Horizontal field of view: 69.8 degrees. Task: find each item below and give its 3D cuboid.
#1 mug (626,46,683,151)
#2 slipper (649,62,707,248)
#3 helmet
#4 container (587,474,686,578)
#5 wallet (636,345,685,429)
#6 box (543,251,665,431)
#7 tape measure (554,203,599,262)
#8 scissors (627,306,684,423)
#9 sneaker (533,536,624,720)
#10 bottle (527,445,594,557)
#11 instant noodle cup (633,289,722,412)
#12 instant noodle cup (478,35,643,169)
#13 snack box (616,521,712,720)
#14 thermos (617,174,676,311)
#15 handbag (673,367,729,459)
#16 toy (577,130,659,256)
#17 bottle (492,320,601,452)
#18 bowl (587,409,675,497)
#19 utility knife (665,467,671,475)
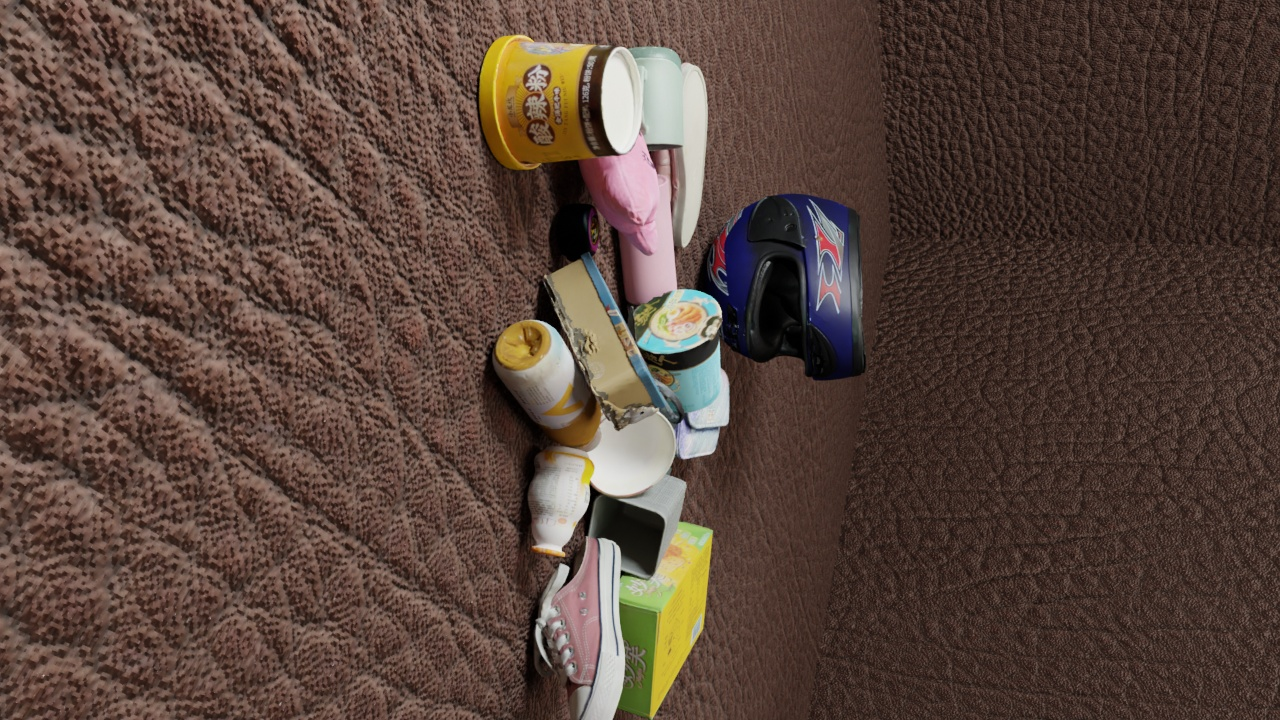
[{"bbox_3d":[0.005,-0.293,1.027,0.111,0.082,0.106,-38,128,-76],"label":"mug"},{"bbox_3d":[0.045,-0.260,1.186,0.275,0.054,0.113,86,24,-52],"label":"slipper"},{"bbox_3d":[0.215,-0.106,1.389,0.248,0.241,0.314,73,19,-45],"label":"helmet"},{"bbox_3d":[0.000,0.189,1.114,0.114,0.090,0.090,-40,144,-65],"label":"container"},{"bbox_3d":[0.014,0.031,1.149,0.121,0.019,0.097,55,34,-11],"label":"wallet"},{"bbox_3d":[-0.039,-0.024,0.916,0.090,0.060,0.184,62,4,-57],"label":"box"},{"bbox_3d":[-0.066,-0.134,0.952,0.058,0.039,0.056,81,15,-46],"label":"tape measure"},{"bbox_3d":[-0.009,0.007,1.050,0.014,0.159,0.182,-45,163,-34],"label":"scissors"},{"bbox_3d":[-0.070,0.288,0.970,0.240,0.087,0.119,-91,-158,-46],"label":"sneaker"},{"bbox_3d":[-0.084,0.143,0.932,0.063,0.063,0.108,41,57,-64],"label":"bottle"},{"bbox_3d":[0.051,-0.004,1.093,0.111,0.111,0.121,-65,151,-41],"label":"instant noodle cup"},{"bbox_3d":[-0.067,-0.231,0.824,0.118,0.114,0.118,6,89,-69],"label":"instant noodle cup"},{"bbox_3d":[0.024,0.315,1.146,0.209,0.070,0.158,-37,135,-63],"label":"snack box"},{"bbox_3d":[0.019,-0.122,1.110,0.067,0.087,0.199,-86,170,-64],"label":"thermos"},{"bbox_3d":[0.070,0.069,1.299,0.193,0.076,0.134,2,92,-70],"label":"handbag"},{"bbox_3d":[-0.024,-0.200,0.936,0.179,0.074,0.194,68,1,-54],"label":"toy"},{"bbox_3d":[-0.083,0.034,0.905,0.190,0.068,0.067,63,38,-54],"label":"bottle"},{"bbox_3d":[-0.023,0.094,1.058,0.062,0.113,0.113,-135,-145,-58],"label":"bowl"},{"bbox_3d":[0.006,0.151,1.237,0.216,0.013,0.029,16,85,-69],"label":"utility knife"}]
